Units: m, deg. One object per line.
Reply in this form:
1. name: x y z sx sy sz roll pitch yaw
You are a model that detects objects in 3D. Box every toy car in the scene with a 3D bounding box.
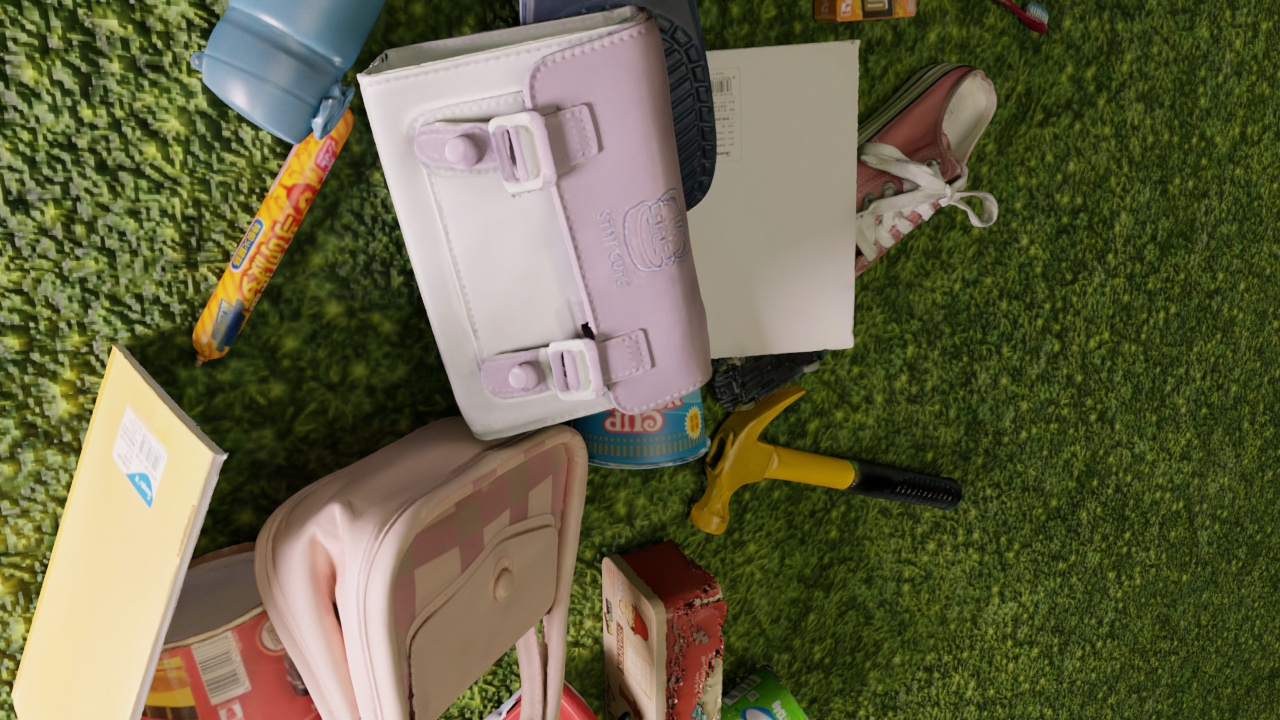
1. toy car: 0.096 -0.002 0.694 0.105 0.031 0.049 -28 122 -20

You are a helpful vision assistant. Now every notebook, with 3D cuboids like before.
1. notebook: 0.072 -0.101 0.616 0.150 0.012 0.209 -5 112 -4
2. notebook: -0.257 0.110 0.437 0.010 0.146 0.206 12 100 -47

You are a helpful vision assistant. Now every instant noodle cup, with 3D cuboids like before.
1. instant noodle cup: -0.217 0.170 0.498 0.137 0.138 0.109 -19 109 -26
2. instant noodle cup: -0.004 0.004 0.600 0.099 0.099 0.110 -10 105 -30

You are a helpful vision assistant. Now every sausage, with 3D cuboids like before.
1. sausage: -0.195 -0.069 0.485 0.021 0.021 0.165 28 92 -37

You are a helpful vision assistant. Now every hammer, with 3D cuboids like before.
1. hammer: 0.175 0.097 0.783 0.300 0.033 0.129 14 101 -36

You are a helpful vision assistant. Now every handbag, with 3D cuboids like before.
1. handbag: -0.045 -0.068 0.477 0.145 0.098 0.197 -13 118 -2
2. handbag: -0.099 0.157 0.520 0.192 0.093 0.234 -27 113 -60

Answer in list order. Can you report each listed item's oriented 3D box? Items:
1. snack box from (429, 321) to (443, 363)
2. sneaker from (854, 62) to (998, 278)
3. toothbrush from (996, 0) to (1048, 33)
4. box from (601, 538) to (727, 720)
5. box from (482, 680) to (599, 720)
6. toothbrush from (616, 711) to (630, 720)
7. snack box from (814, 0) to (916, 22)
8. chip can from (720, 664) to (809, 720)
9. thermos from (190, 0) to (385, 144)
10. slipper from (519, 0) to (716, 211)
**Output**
1. snack box: -0.094 -0.079 0.544 0.084 0.026 0.157 -22 119 -25
2. sneaker: 0.190 -0.127 0.672 0.240 0.088 0.118 -46 126 -10
3. toothbrush: 0.261 -0.294 0.701 0.187 0.016 0.017 14 92 -36
4. box: 0.024 0.227 0.697 0.077 0.091 0.168 -12 114 -26
5. box: -0.110 0.326 0.665 0.201 0.095 0.100 -41 149 -15
6. toothbrush: -0.060 0.338 0.708 0.016 0.014 0.190 25 108 -25
7. snack box: 0.155 -0.311 0.618 0.075 0.026 0.154 -15 115 -27
8. chip can: 0.034 0.352 0.764 0.235 0.072 0.072 -32 122 -20
9. thermos: -0.138 -0.213 0.441 0.070 0.070 0.220 25 93 -37
10. slipper: -0.021 -0.197 0.507 0.105 0.095 0.253 -10 127 -1
